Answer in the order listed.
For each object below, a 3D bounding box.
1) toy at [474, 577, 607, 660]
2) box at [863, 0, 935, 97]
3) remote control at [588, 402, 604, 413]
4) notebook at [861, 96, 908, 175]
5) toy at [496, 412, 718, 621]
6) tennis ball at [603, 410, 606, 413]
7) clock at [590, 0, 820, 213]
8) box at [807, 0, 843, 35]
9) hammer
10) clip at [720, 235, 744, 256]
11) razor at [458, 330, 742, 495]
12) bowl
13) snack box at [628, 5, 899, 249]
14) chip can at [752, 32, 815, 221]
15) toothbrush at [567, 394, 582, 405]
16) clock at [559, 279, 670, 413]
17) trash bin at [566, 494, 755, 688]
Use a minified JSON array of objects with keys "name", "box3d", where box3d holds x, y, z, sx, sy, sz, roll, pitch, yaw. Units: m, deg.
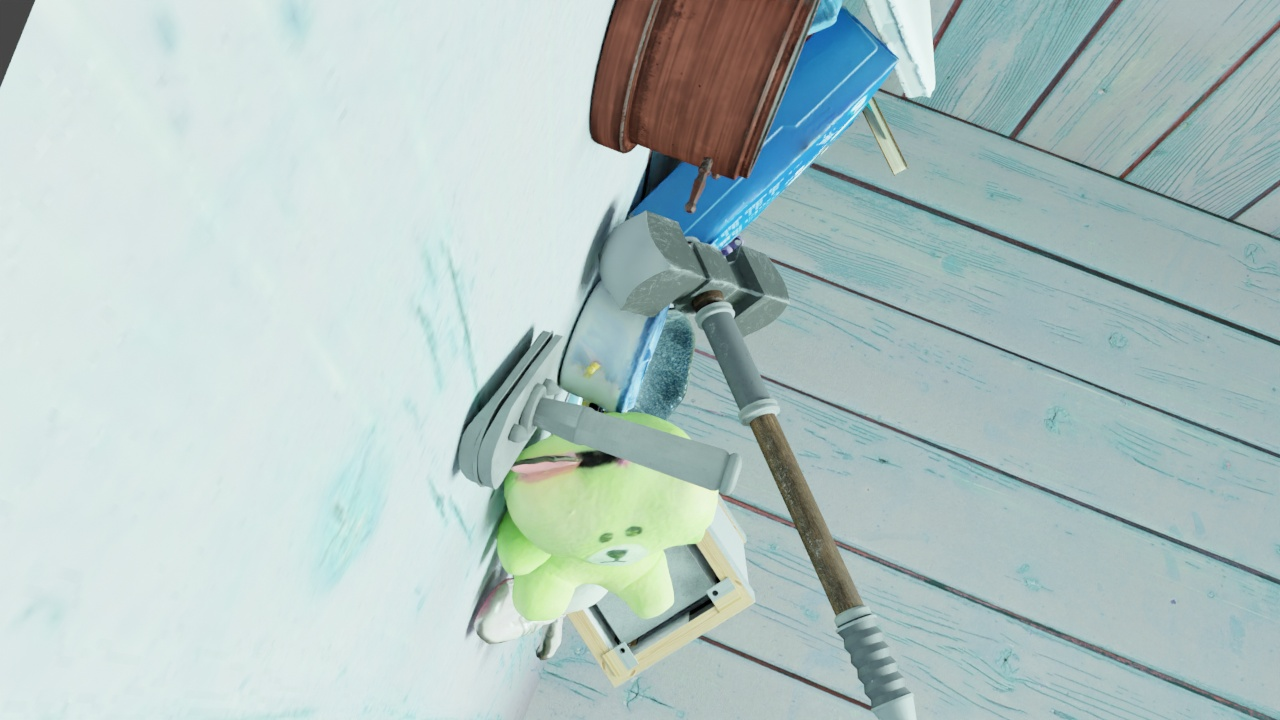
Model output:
[{"name":"toy","box3d":[-0.050,0.142,0.717,0.194,0.084,0.159,-61,158,-11]},{"name":"box","box3d":[0.164,-0.294,0.616,0.209,0.045,0.191,21,61,-63]},{"name":"remote control","box3d":[-0.041,0.038,0.777,0.047,0.022,0.150,57,53,-85]},{"name":"notebook","box3d":[0.187,-0.277,0.838,0.014,0.249,0.178,-26,-168,19]},{"name":"toy","box3d":[-0.022,0.094,0.589,0.197,0.150,0.107,108,-23,-44]},{"name":"tennis ball","box3d":[-0.026,0.072,0.828,0.065,0.065,0.065,25,87,-86]},{"name":"clock","box3d":[0.039,-0.152,0.396,0.120,0.072,0.158,-60,172,-66]},{"name":"box","box3d":[0.091,-0.296,0.622,0.111,0.094,0.230,61,33,-25]},{"name":"hammer","box3d":[0.082,0.063,0.517,0.043,0.322,0.155,-38,150,31]},{"name":"clip","box3d":[0.062,-0.080,0.735,0.052,0.014,0.043,-44,179,19]},{"name":"razor","box3d":[-0.011,0.035,0.419,0.088,0.116,0.047,-62,168,-59]},{"name":"bowl","box3d":[-0.004,0.004,0.724,0.110,0.055,0.110,-37,136,-46]},{"name":"snack box","box3d":[0.090,-0.152,0.709,0.196,0.056,0.238,-44,179,7]},{"name":"chip can","box3d":[0.128,-0.259,0.997,0.086,0.087,0.214,-64,176,-47]},{"name":"toothbrush","box3d":[-0.048,0.034,0.678,0.016,0.022,0.155,24,87,-45]},{"name":"clock","box3d":[-0.011,-0.020,0.617,0.089,0.052,0.125,106,6,-51]},{"name":"trash bin","box3d":[0.008,0.177,0.897,0.142,0.142,0.247,-33,179,5]}]
